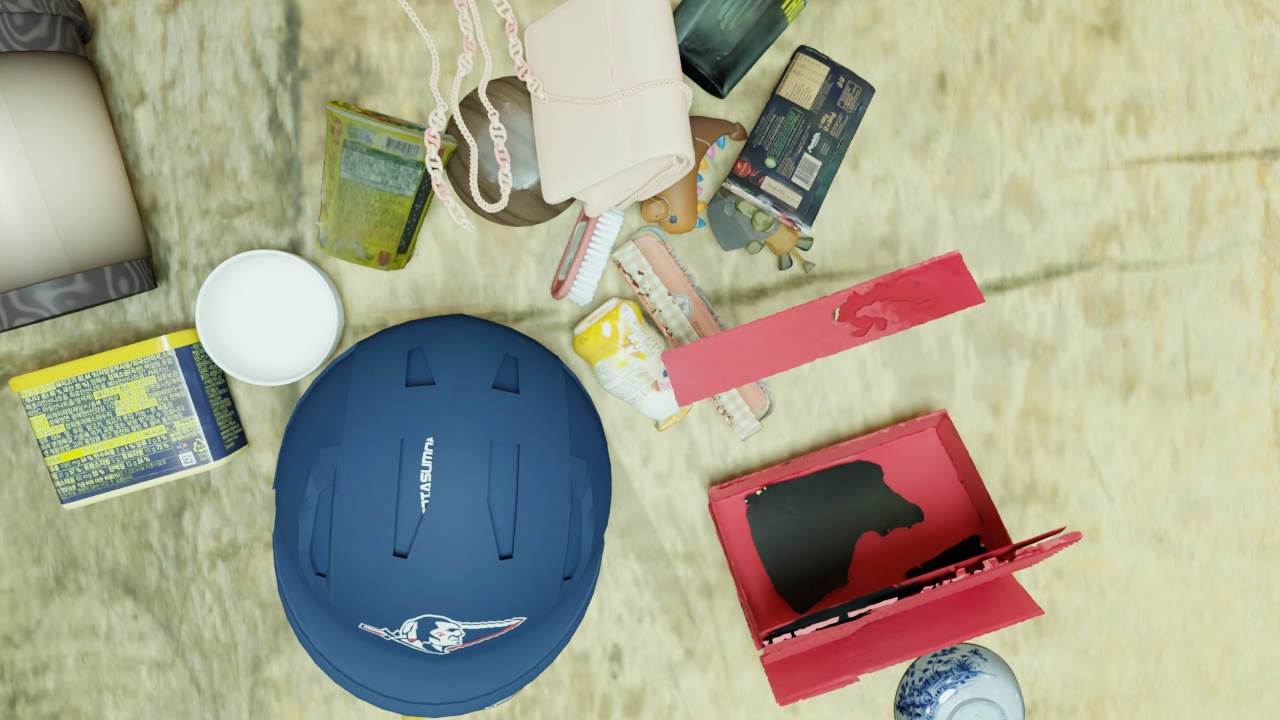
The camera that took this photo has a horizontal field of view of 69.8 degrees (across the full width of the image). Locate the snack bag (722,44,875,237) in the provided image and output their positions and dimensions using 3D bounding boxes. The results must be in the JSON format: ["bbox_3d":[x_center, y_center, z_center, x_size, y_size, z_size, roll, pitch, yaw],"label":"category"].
[{"bbox_3d":[0.126,-0.174,0.709,0.074,0.018,0.155,30,67,-4],"label":"snack bag"}]

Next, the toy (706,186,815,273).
[{"bbox_3d":[0.101,-0.106,0.723,0.100,0.062,0.076,44,102,-11],"label":"toy"}]

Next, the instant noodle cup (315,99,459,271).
[{"bbox_3d":[-0.198,-0.130,0.694,0.102,0.102,0.108,17,103,-4],"label":"instant noodle cup"}]

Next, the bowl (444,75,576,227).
[{"bbox_3d":[-0.097,-0.166,0.721,0.119,0.032,0.119,0,95,-3],"label":"bowl"}]

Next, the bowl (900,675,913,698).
[{"bbox_3d":[0.276,0.301,0.773,0.114,0.045,0.114,0,95,-3],"label":"bowl"}]

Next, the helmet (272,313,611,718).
[{"bbox_3d":[-0.130,0.103,0.623,0.232,0.223,0.272,4,85,-14],"label":"helmet"}]

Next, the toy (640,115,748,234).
[{"bbox_3d":[0.044,-0.149,0.730,0.102,0.071,0.090,-14,109,-24],"label":"toy"}]

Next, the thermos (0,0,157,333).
[{"bbox_3d":[-0.449,-0.140,0.645,0.172,0.172,0.226,-16,102,-2],"label":"thermos"}]

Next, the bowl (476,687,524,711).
[{"bbox_3d":[-0.134,0.211,0.733,0.117,0.067,0.117,0,95,-3],"label":"bowl"}]

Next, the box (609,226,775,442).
[{"bbox_3d":[0.045,-0.021,0.726,0.187,0.054,0.078,54,46,-7],"label":"box"}]

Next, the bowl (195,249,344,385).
[{"bbox_3d":[-0.282,-0.034,0.713,0.105,0.054,0.105,0,96,-4],"label":"bowl"}]

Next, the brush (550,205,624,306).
[{"bbox_3d":[-0.027,-0.125,0.729,0.030,0.041,0.172,20,91,-22],"label":"brush"}]

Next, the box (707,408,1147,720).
[{"bbox_3d":[0.200,0.218,0.628,0.211,0.409,0.107,-18,133,-1],"label":"box"}]

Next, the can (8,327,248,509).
[{"bbox_3d":[-0.386,0.042,0.704,0.135,0.075,0.104,-16,98,-2],"label":"can"}]

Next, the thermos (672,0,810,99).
[{"bbox_3d":[0.105,-0.309,0.694,0.098,0.098,0.221,38,98,-5],"label":"thermos"}]

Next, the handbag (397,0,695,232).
[{"bbox_3d":[-0.053,-0.189,0.620,0.117,0.187,0.198,-20,71,37],"label":"handbag"}]

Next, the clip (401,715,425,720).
[{"bbox_3d":[-0.181,0.271,0.756,0.054,0.045,0.048,-43,120,3],"label":"clip"}]

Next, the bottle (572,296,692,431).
[{"bbox_3d":[-0.004,0.004,0.724,0.063,0.063,0.109,-37,94,0],"label":"bottle"}]
